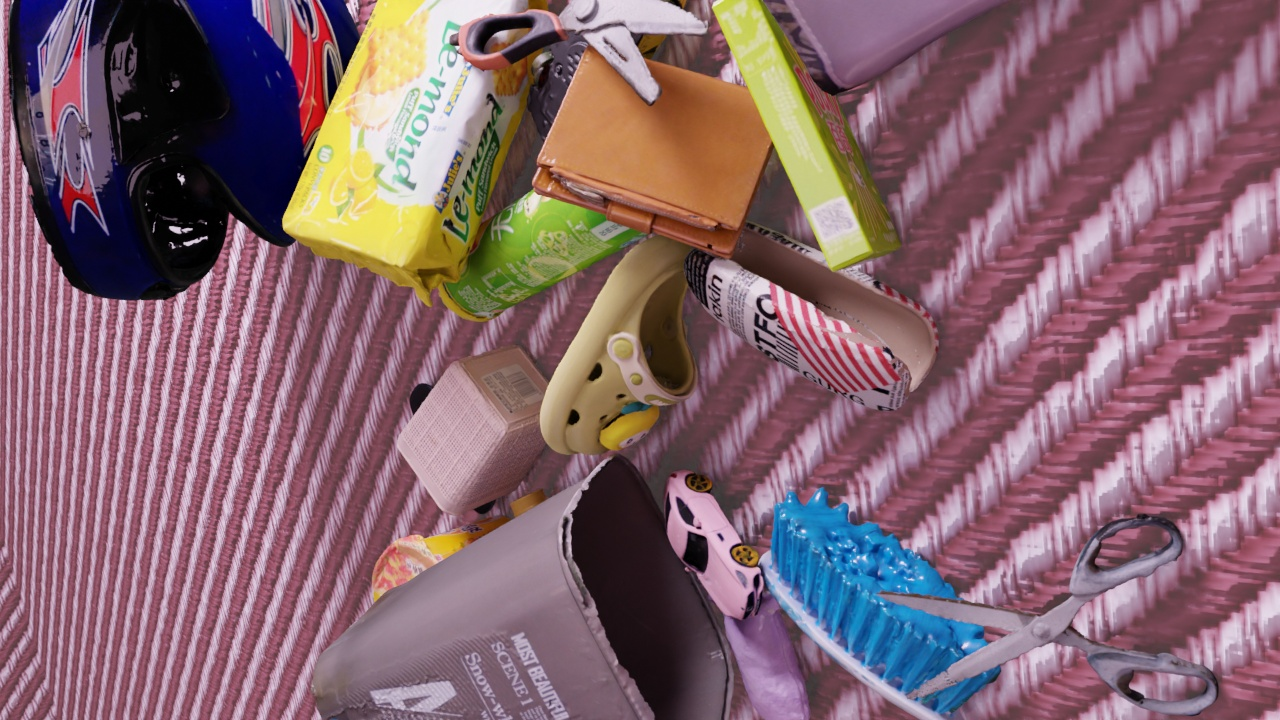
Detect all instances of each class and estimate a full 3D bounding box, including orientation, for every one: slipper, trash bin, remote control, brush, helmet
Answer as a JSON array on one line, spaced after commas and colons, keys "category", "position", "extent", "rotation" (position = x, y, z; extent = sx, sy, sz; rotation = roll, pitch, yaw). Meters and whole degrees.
[{"category": "slipper", "position": [-0.004, 0.004, 0.639], "extent": [0.081, 0.091, 0.191], "rotation": [40, 123, 22]}, {"category": "trash bin", "position": [-0.078, 0.208, 0.635], "extent": [0.220, 0.198, 0.199], "rotation": [-26, 95, 14]}, {"category": "remote control", "position": [-0.169, 0.079, 0.847], "extent": [0.136, 0.024, 0.053], "rotation": [55, 133, 15]}, {"category": "brush", "position": [0.194, 0.213, 0.563], "extent": [0.314, 0.060, 0.110], "rotation": [39, 131, 23]}, {"category": "helmet", "position": [-0.348, -0.205, 0.760], "extent": [0.240, 0.247, 0.316], "rotation": [1, 102, -4]}]

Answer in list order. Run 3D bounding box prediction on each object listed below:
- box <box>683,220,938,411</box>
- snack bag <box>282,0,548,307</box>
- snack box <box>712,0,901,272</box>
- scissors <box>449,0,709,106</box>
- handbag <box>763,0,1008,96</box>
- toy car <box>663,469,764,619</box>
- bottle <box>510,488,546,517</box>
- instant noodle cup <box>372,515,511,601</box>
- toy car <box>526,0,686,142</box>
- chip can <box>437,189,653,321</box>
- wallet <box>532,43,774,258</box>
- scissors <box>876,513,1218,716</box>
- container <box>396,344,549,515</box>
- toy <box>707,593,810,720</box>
[{"category": "box", "position": [0.106, -0.032, 0.566], "extent": [0.163, 0.080, 0.075], "rotation": [30, 153, 29]}, {"category": "snack bag", "position": [-0.162, -0.172, 0.684], "extent": [0.158, 0.068, 0.246], "rotation": [18, 85, 35]}, {"category": "snack box", "position": [0.095, -0.127, 0.509], "extent": [0.026, 0.085, 0.156], "rotation": [-25, 87, 27]}, {"category": "scissors", "position": [-0.047, -0.218, 0.569], "extent": [0.222, 0.015, 0.189], "rotation": [-11, 67, 32]}, {"category": "handbag", "position": [0.144, -0.231, 0.426], "extent": [0.198, 0.098, 0.145], "rotation": [-20, 107, 42]}, {"category": "toy car", "position": [0.046, 0.129, 0.646], "extent": [0.122, 0.037, 0.056], "rotation": [-125, 30, -46]}, {"category": "bottle", "position": [-0.051, 0.212, 0.763], "extent": [0.065, 0.065, 0.218], "rotation": [-29, 83, 42]}, {"category": "instant noodle cup", "position": [-0.152, 0.208, 0.817], "extent": [0.138, 0.109, 0.138], "rotation": [15, 114, 37]}, {"category": "toy car", "position": [-0.025, -0.211, 0.614], "extent": [0.071, 0.041, 0.156], "rotation": [52, 125, 20]}, {"category": "chip can", "position": [-0.063, -0.093, 0.667], "extent": [0.222, 0.072, 0.072], "rotation": [-21, 90, 43]}, {"category": "wallet", "position": [0.012, -0.130, 0.557], "extent": [0.132, 0.031, 0.107], "rotation": [19, 77, 9]}, {"category": "scissors", "position": [0.224, 0.144, 0.501], "extent": [0.181, 0.014, 0.159], "rotation": [23, 106, 13]}, {"category": "container", "position": [-0.130, 0.054, 0.763], "extent": [0.090, 0.089, 0.111], "rotation": [51, 128, 16]}, {"category": "toy", "position": [0.088, 0.216, 0.661], "extent": [0.084, 0.038, 0.108], "rotation": [-14, 98, 60]}]
